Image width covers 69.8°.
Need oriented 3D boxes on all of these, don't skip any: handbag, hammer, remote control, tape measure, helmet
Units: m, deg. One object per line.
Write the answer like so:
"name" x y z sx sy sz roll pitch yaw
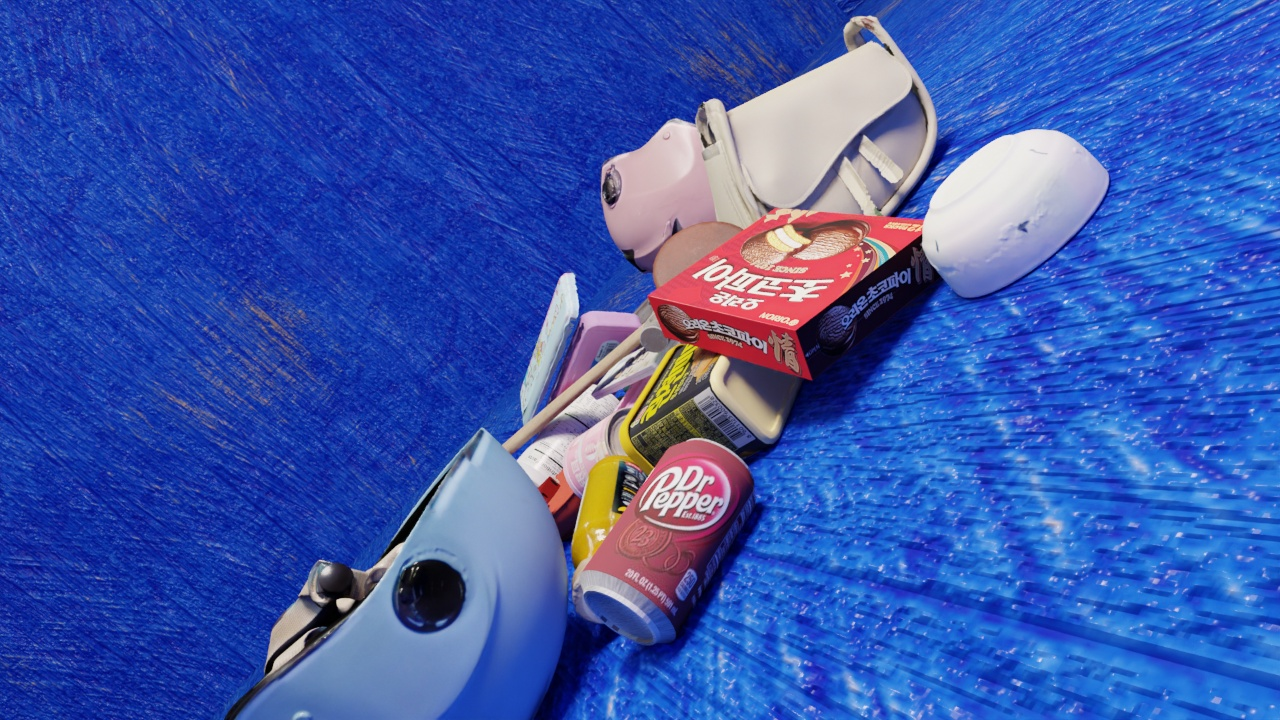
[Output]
"handbag" 0.168 -0.187 0.799 0.228 0.184 0.132 -32 6 -20
"hammer" -0.069 0.037 0.950 0.332 0.031 0.119 -42 11 31
"remote control" -0.005 0.005 0.909 0.050 0.011 0.136 -52 13 -29
"tape measure" -0.098 0.136 0.850 0.051 0.019 0.059 -47 2 11
"helmet" 0.069 -0.181 1.171 0.256 0.229 0.152 -22 68 47
"helmet" -0.139 0.178 0.592 0.265 0.167 0.226 -59 11 -21

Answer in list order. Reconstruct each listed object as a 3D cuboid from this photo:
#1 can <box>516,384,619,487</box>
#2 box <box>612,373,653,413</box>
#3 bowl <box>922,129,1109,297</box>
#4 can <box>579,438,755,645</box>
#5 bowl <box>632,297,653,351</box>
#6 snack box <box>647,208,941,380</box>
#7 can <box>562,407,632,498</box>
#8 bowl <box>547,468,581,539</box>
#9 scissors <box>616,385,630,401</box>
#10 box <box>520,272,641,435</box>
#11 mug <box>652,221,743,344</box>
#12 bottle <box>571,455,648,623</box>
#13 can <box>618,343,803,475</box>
"can" -0.076 0.093 1.003 0.131 0.070 0.070 -51 9 -23
"box" 0.048 -0.002 0.921 0.156 0.059 0.200 -35 15 46
"bowl" 0.209 -0.091 0.535 0.105 0.054 0.104 -46 10 10
"can" 0.018 0.104 0.535 0.113 0.063 0.063 -52 10 -32
"bowl" 0.034 -0.042 1.097 0.145 0.067 0.145 -45 9 9
"snack box" 0.103 -0.053 0.625 0.132 0.036 0.152 -36 29 -23
"can" -0.022 0.085 0.799 0.076 0.067 0.067 -37 13 47
"bowl" -0.064 0.133 0.886 0.122 0.035 0.122 -45 9 9
"scissors" -0.016 0.042 1.119 0.121 0.019 0.150 -40 13 34
"box" -0.078 0.001 1.072 0.215 0.089 0.092 115 146 -42
"mug" 0.080 -0.051 0.762 0.123 0.110 0.096 -2 64 18
"bottle" -0.021 0.124 0.662 0.053 0.053 0.186 -45 9 12
"can" 0.059 0.024 0.677 0.101 0.072 0.130 -36 14 40
